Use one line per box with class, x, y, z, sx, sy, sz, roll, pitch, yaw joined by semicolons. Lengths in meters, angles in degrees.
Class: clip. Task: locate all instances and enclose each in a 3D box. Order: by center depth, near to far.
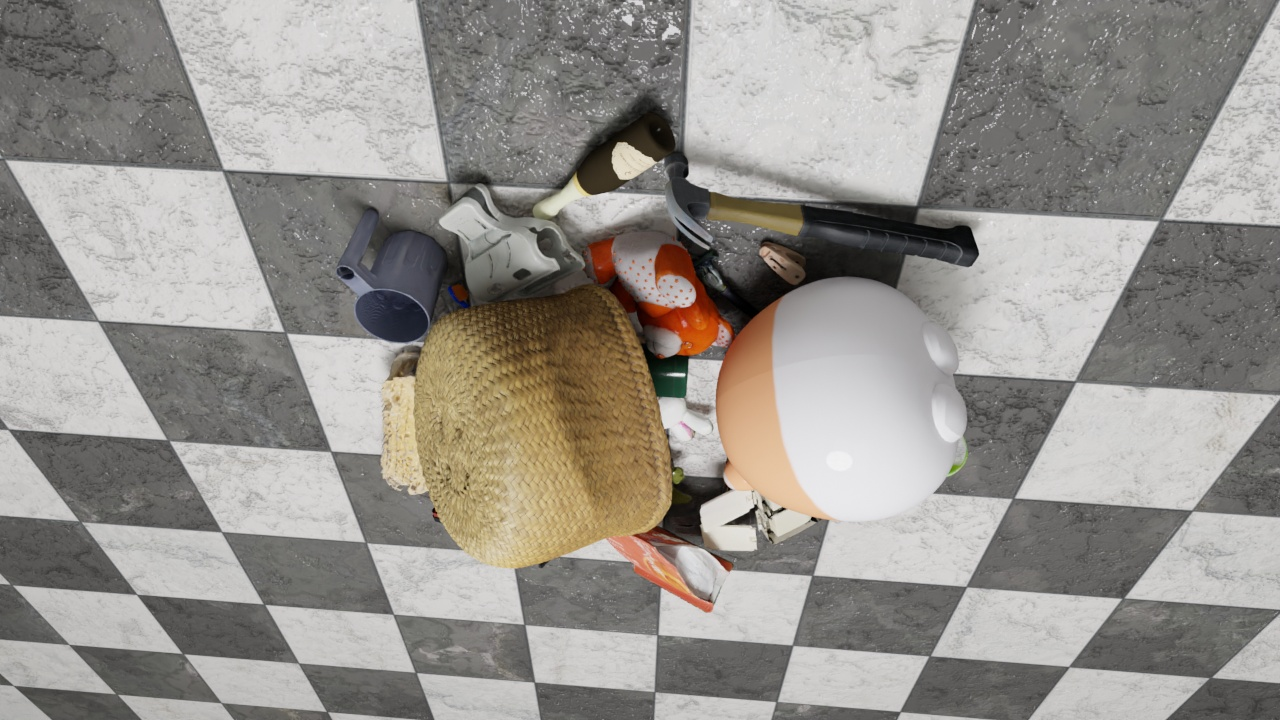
clip;-0.152;-0.115;0.996;0.152;0.095;0.126;35;141;-31
clip;0.157;-0.105;1.011;0.060;0.041;0.024;20;134;-22

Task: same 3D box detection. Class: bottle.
bottle;-0.046;-0.190;0.943;0.185;0.045;0.045;-25;129;38
bottle;-0.007;0.007;1.132;0.131;0.061;0.061;4;139;3

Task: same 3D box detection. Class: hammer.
hammer;0.187;-0.138;0.934;0.333;0.117;0.025;8;139;-10
hammer;0.121;0.134;1.252;0.137;0.035;0.315;-10;135;-17

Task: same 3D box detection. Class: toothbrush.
toothbrush;-0.175;-0.033;1.143;0.018;0.016;0.182;-26;128;23

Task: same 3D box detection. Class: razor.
razor;0.113;-0.071;1.065;0.043;0.022;0.144;-30;126;34

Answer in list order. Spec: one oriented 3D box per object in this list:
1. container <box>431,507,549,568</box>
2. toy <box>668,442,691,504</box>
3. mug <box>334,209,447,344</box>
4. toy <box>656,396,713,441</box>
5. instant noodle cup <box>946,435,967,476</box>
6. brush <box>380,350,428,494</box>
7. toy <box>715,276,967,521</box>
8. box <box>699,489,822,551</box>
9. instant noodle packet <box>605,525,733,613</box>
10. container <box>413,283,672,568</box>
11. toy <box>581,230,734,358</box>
container;-0.196;0.176;1.229;0.127;0.147;0.201;-3;110;33
toy;-0.011;0.163;1.286;0.179;0.078;0.153;6;138;-4
mug;-0.278;-0.096;1.024;0.084;0.103;0.124;-21;130;26
toy;0.036;0.070;1.213;0.122;0.037;0.079;31;144;-24
instant noodle cup;0.361;0.134;1.206;0.099;0.098;0.108;8;145;-2
brush;-0.311;0.090;1.260;0.083;0.056;0.272;12;137;-7
toy;0.210;0.049;1.012;0.282;0.262;0.265;-17;153;35
box;0.171;0.206;1.296;0.183;0.050;0.144;-24;134;-10
instant noodle packet;0.008;0.267;1.305;0.164;0.084;0.221;20;167;40
container;-0.127;0.078;1.022;0.196;0.306;0.308;-11;145;-30
toy;0.024;-0.065;1.028;0.164;0.092;0.172;13;152;40
